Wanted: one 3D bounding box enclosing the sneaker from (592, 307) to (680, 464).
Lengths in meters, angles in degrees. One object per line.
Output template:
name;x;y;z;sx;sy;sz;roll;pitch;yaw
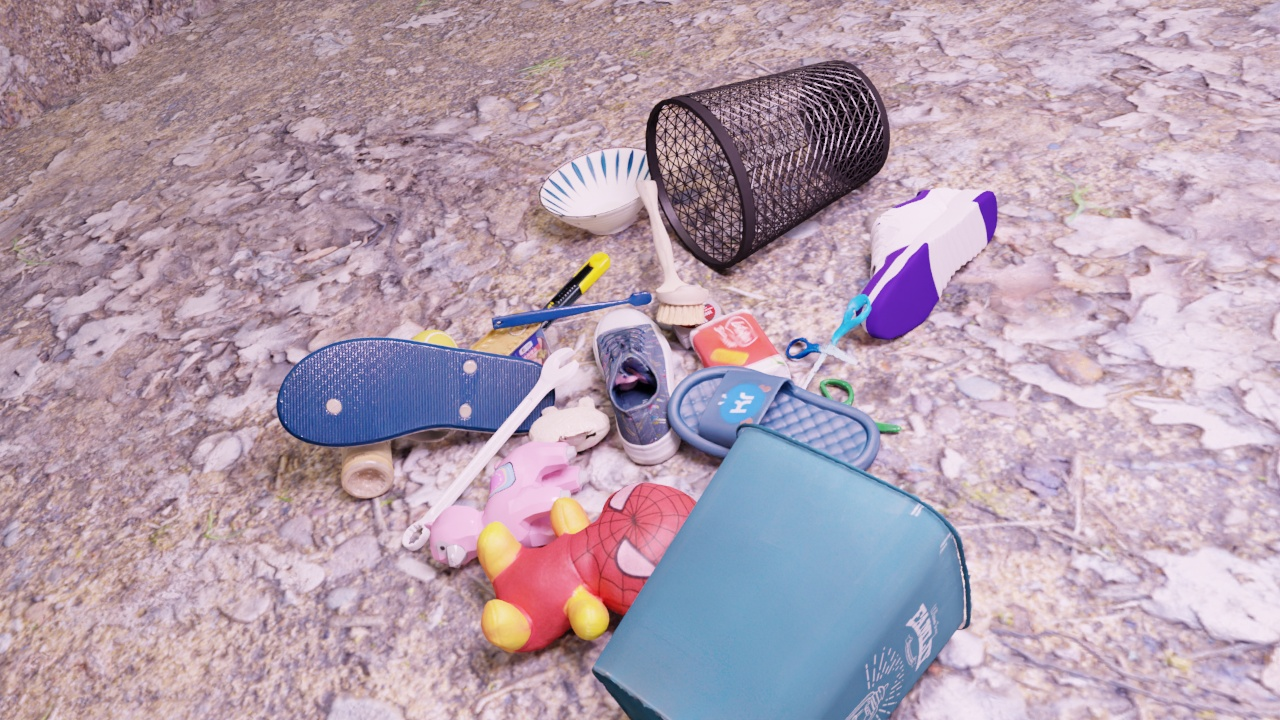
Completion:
sneaker;-0.006;0.006;1.011;0.087;0.079;0.235;-17;41;1

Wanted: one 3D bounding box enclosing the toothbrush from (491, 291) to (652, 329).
toothbrush;-0.080;-0.060;1.080;0.190;0.016;0.017;-10;15;-6

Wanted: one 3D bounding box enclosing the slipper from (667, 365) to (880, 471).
slipper;0.130;0.053;0.905;0.214;0.059;0.103;14;59;21

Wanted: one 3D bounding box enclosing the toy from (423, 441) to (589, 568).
toy;-0.134;0.145;0.915;0.158;0.067;0.123;-14;40;11

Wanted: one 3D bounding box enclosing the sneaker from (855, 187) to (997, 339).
sneaker;0.298;-0.123;1.043;0.111;0.092;0.243;23;53;41

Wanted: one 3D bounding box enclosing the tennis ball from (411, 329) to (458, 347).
tennis ball;-0.254;-0.005;1.121;0.065;0.065;0.065;-10;42;9

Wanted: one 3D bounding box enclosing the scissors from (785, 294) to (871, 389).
scissors;0.198;-0.016;0.975;0.127;0.014;0.133;-61;25;-4

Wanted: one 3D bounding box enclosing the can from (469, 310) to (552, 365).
can;-0.154;-0.006;1.091;0.054;0.059;0.099;22;55;36

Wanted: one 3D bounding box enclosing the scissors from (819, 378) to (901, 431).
scissors;0.194;0.065;0.927;0.127;0.011;0.125;-18;42;3

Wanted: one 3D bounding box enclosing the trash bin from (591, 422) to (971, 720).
trash bin;0.101;0.204;0.685;0.199;0.197;0.218;24;62;38

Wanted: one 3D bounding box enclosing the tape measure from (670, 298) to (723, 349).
tape measure;0.068;-0.045;1.086;0.060;0.020;0.062;-24;41;-7

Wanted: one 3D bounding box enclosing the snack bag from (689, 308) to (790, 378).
snack bag;0.108;-0.004;1.015;0.077;0.036;0.115;-22;41;-4

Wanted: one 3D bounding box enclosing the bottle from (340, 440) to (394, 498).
bottle;-0.315;0.083;1.052;0.056;0.056;0.162;-20;41;-3

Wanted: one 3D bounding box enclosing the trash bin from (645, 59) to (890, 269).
trash bin;0.167;-0.262;1.160;0.242;0.217;0.217;-26;41;-19

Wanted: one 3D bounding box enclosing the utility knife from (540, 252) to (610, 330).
utility knife;-0.096;-0.082;1.187;0.029;0.020;0.173;16;52;35

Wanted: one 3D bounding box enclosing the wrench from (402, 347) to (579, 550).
wrench;-0.157;0.091;0.979;0.047;0.009;0.273;21;66;48

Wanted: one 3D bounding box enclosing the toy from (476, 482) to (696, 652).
toy;-0.035;0.183;0.814;0.216;0.099;0.147;-16;52;4

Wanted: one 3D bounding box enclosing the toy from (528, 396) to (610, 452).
toy;-0.075;0.074;0.976;0.087;0.050;0.112;-12;26;-8

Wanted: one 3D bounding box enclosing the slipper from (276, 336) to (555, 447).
slipper;-0.241;0.035;1.008;0.294;0.118;0.060;2;-1;-18

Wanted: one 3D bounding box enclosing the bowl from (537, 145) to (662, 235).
bowl;-0.049;-0.225;1.286;0.177;0.071;0.177;-10;41;9

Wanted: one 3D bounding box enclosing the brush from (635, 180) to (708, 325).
brush;0.029;-0.137;1.116;0.062;0.078;0.271;7;42;-21
